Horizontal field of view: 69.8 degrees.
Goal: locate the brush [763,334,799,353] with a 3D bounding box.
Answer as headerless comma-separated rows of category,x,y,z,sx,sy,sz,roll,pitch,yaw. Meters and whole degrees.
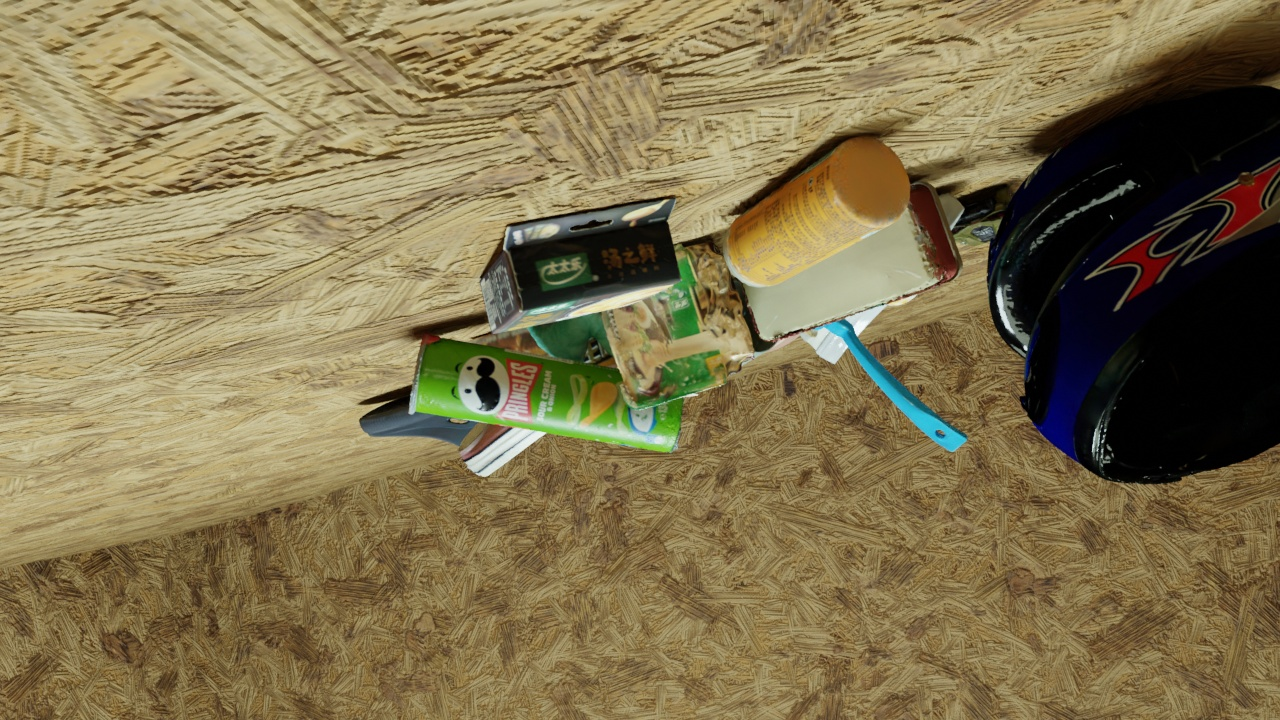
brush,0.128,-0.040,1.049,0.063,0.073,0.146,-8,165,-38

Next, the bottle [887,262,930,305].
bottle,0.298,-0.096,1.061,0.108,0.063,0.063,-13,174,-25

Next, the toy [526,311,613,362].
toy,-0.054,-0.023,0.830,0.092,0.096,0.030,-43,-177,42

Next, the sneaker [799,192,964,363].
sneaker,0.212,-0.092,0.881,0.089,0.091,0.243,-47,174,-34

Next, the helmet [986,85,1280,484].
helmet,0.383,-0.065,0.681,0.315,0.248,0.240,-20,-141,-11

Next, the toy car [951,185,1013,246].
toy car,0.341,-0.138,0.904,0.070,0.042,0.157,-18,176,32

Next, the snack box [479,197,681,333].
snack box,-0.042,-0.060,0.616,0.113,0.053,0.126,-13,179,-19

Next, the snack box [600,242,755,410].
snack box,0.033,-0.035,0.776,0.118,0.118,0.105,-17,-176,12

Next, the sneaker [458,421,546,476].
sneaker,-0.111,0.021,0.961,0.241,0.088,0.118,-40,-164,13

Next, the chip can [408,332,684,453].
chip can,-0.080,0.030,0.810,0.236,0.072,0.072,10,169,-10

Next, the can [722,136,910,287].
can,0.112,-0.094,0.613,0.058,0.058,0.146,-13,174,-25

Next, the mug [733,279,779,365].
mug,0.075,-0.018,0.976,0.123,0.083,0.104,-39,-179,-37

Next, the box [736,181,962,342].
box,0.162,-0.074,0.747,0.169,0.091,0.080,-20,180,41

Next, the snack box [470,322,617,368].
snack box,-0.082,-0.005,0.880,0.154,0.075,0.026,-16,175,8

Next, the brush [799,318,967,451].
brush,0.197,-0.009,0.851,0.045,0.254,0.083,-35,162,-35

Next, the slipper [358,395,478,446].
slipper,-0.211,0.066,1.117,0.268,0.083,0.110,-14,-170,15

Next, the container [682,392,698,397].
container,0.005,0.010,1.106,0.111,0.090,0.090,-13,175,7
